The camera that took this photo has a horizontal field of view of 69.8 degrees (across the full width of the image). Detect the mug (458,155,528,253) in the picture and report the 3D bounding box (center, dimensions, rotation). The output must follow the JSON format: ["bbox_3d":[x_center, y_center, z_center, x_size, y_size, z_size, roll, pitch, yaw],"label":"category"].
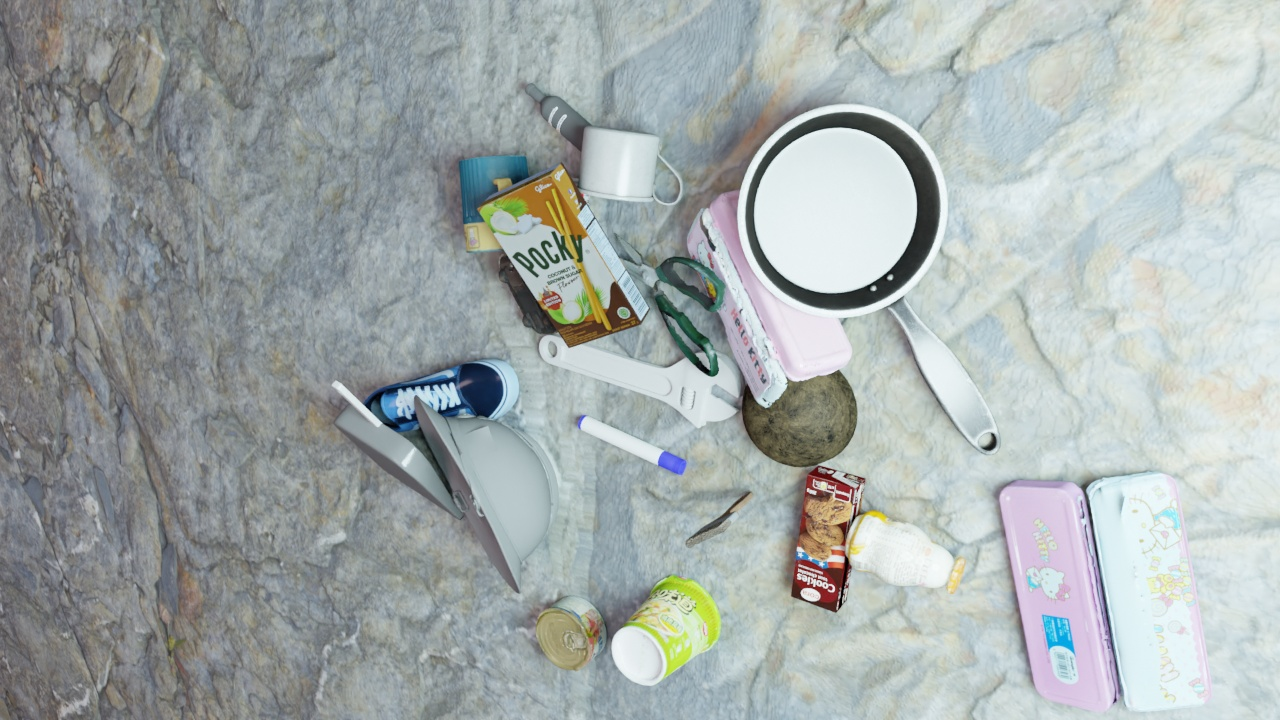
[{"bbox_3d":[-0.160,-0.179,1.048,0.114,0.083,0.107,-158,64,-71],"label":"mug"}]

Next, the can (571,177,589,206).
[{"bbox_3d":[-0.090,-0.151,1.031,0.064,0.064,0.105,12,108,30],"label":"can"}]

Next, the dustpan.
[{"bbox_3d":[-0.331,0.106,1.179,0.163,0.033,0.258,25,158,30],"label":"dustpan"}]

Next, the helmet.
[{"bbox_3d":[-0.169,0.142,1.129,0.271,0.117,0.184,63,160,-2],"label":"helmet"}]

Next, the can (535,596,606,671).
[{"bbox_3d":[-0.088,0.347,1.169,0.086,0.043,0.086,9,107,31],"label":"can"}]

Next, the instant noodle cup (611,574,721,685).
[{"bbox_3d":[0.025,0.314,1.048,0.099,0.107,0.099,9,108,31],"label":"instant noodle cup"}]

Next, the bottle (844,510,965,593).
[{"bbox_3d":[0.257,0.189,0.893,0.109,0.063,0.063,19,111,28],"label":"bottle"}]

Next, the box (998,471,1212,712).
[{"bbox_3d":[0.410,0.206,0.812,0.150,0.048,0.214,-10,97,31],"label":"box"}]

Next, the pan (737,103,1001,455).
[{"bbox_3d":[0.228,-0.064,0.839,0.187,0.055,0.357,-33,100,5],"label":"pan"}]

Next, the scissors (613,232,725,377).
[{"bbox_3d":[0.028,-0.060,0.983,0.210,0.015,0.147,33,143,49],"label":"scissors"}]

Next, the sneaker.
[{"bbox_3d":[-0.267,0.056,1.177,0.242,0.098,0.083,-11,96,34],"label":"sneaker"}]

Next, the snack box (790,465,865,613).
[{"bbox_3d":[0.194,0.185,0.951,0.051,0.031,0.141,14,109,30],"label":"snack box"}]

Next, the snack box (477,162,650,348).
[{"bbox_3d":[-0.080,-0.107,0.981,0.101,0.031,0.186,-17,117,32],"label":"snack box"}]

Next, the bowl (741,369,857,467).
[{"bbox_3d":[0.152,0.055,0.931,0.121,0.056,0.121,9,107,31],"label":"bowl"}]

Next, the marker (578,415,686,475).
[{"bbox_3d":[-0.011,0.098,1.071,0.142,0.020,0.020,22,113,27],"label":"marker"}]

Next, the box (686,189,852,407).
[{"bbox_3d":[0.117,-0.061,0.906,0.103,0.086,0.201,-48,61,56],"label":"box"}]

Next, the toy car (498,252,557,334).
[{"bbox_3d":[-0.126,-0.081,1.079,0.049,0.040,0.113,-1,125,38],"label":"toy car"}]

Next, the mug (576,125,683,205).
[{"bbox_3d":[-0.009,-0.204,0.963,0.113,0.084,0.070,8,106,1],"label":"mug"}]

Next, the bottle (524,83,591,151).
[{"bbox_3d":[-0.088,-0.271,1.020,0.113,0.030,0.030,44,121,16],"label":"bottle"}]

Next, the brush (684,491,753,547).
[{"bbox_3d":[0.090,0.159,0.945,0.045,0.142,0.008,-31,86,26],"label":"brush"}]

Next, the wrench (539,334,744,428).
[{"bbox_3d":[-0.006,0.006,1.046,0.274,0.018,0.087,18,111,30],"label":"wrench"}]
